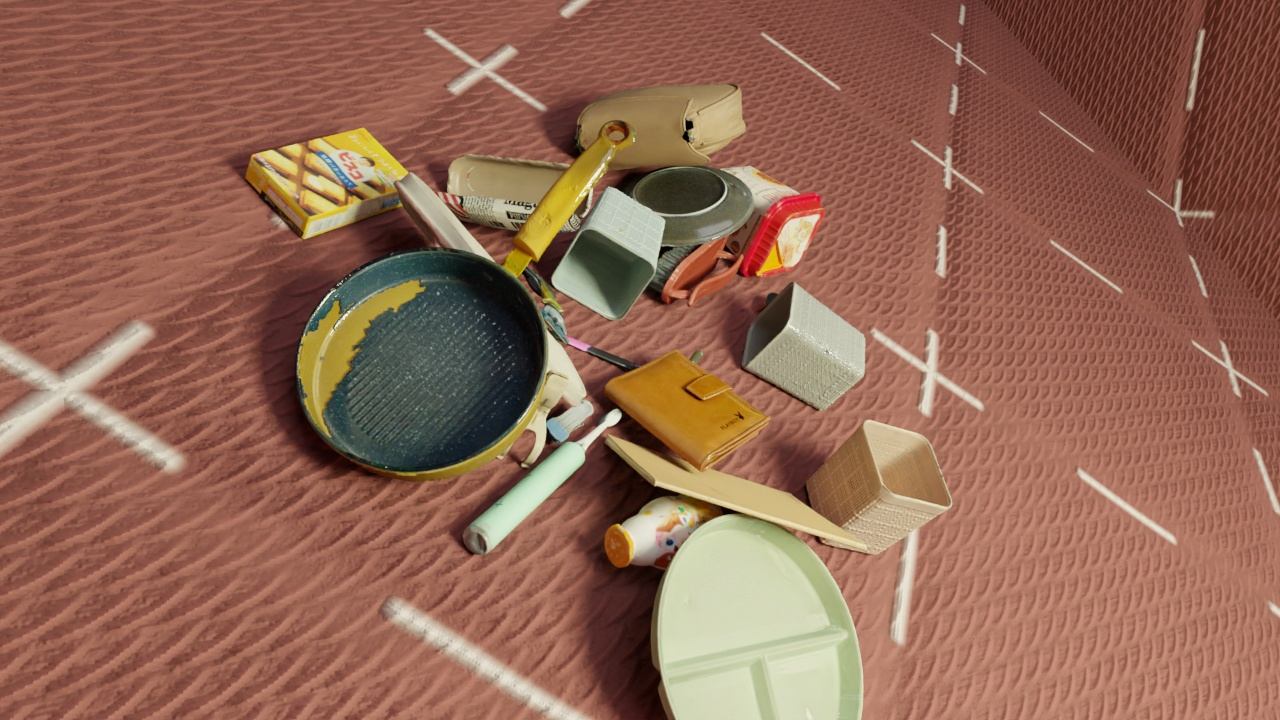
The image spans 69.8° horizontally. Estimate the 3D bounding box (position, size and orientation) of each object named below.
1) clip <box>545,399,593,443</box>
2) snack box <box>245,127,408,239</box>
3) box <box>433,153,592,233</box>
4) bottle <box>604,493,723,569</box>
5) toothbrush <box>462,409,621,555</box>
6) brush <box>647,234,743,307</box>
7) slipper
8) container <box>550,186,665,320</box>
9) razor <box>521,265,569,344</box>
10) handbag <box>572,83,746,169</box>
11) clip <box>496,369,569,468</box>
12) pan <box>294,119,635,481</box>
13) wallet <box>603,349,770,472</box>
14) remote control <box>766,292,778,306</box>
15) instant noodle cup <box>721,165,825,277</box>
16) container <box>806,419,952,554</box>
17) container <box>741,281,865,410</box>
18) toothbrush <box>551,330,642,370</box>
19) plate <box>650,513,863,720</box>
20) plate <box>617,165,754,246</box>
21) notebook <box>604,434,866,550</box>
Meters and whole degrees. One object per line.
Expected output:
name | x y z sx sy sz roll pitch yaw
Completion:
clip | -0.068 0.057 0.847 0.024 0.028 0.056 47 39 5
snack box | -0.297 -0.175 0.893 0.087 0.034 0.140 45 38 9
box | -0.134 -0.171 0.936 0.162 0.075 0.085 11 11 12
bottle | 0.021 0.150 0.791 0.108 0.063 0.063 -6 56 -40
toothbrush | -0.076 0.096 0.799 0.223 0.027 0.026 -41 104 -50
brush | 0.066 -0.106 1.072 0.069 0.063 0.145 32 39 14
slipper | -0.148 -0.060 0.848 0.274 0.054 0.114 51 4 9
container | -0.030 -0.120 0.996 0.090 0.090 0.111 30 37 -10
razor | -0.099 -0.068 0.912 0.043 0.022 0.142 55 0 -39
handbag | 0.023 -0.286 1.135 0.205 0.100 0.147 5 29 31
clip | -0.094 0.054 0.788 0.035 0.100 0.098 25 71 -18
pan | -0.122 -0.062 0.747 0.198 0.078 0.356 36 69 14
wallet | 0.049 0.044 0.897 0.131 0.035 0.118 36 46 28
remote control | 0.209 -0.038 1.143 0.136 0.024 0.053 31 38 -10
instant noodle cup | 0.151 -0.185 1.182 0.116 0.117 0.124 -17 51 -45
container | 0.234 0.133 0.927 0.089 0.111 0.090 16 44 -25
container | 0.192 -0.012 1.057 0.114 0.090 0.090 32 40 -12
toothbrush | -0.006 0.005 0.948 0.189 0.018 0.014 23 33 -15
plate | 0.097 0.239 0.748 0.230 0.028 0.229 21 55 -33
plate | 0.047 -0.195 1.102 0.179 0.024 0.179 -4 40 3
notebook | 0.082 0.120 0.834 0.211 0.012 0.149 20 2 -20
